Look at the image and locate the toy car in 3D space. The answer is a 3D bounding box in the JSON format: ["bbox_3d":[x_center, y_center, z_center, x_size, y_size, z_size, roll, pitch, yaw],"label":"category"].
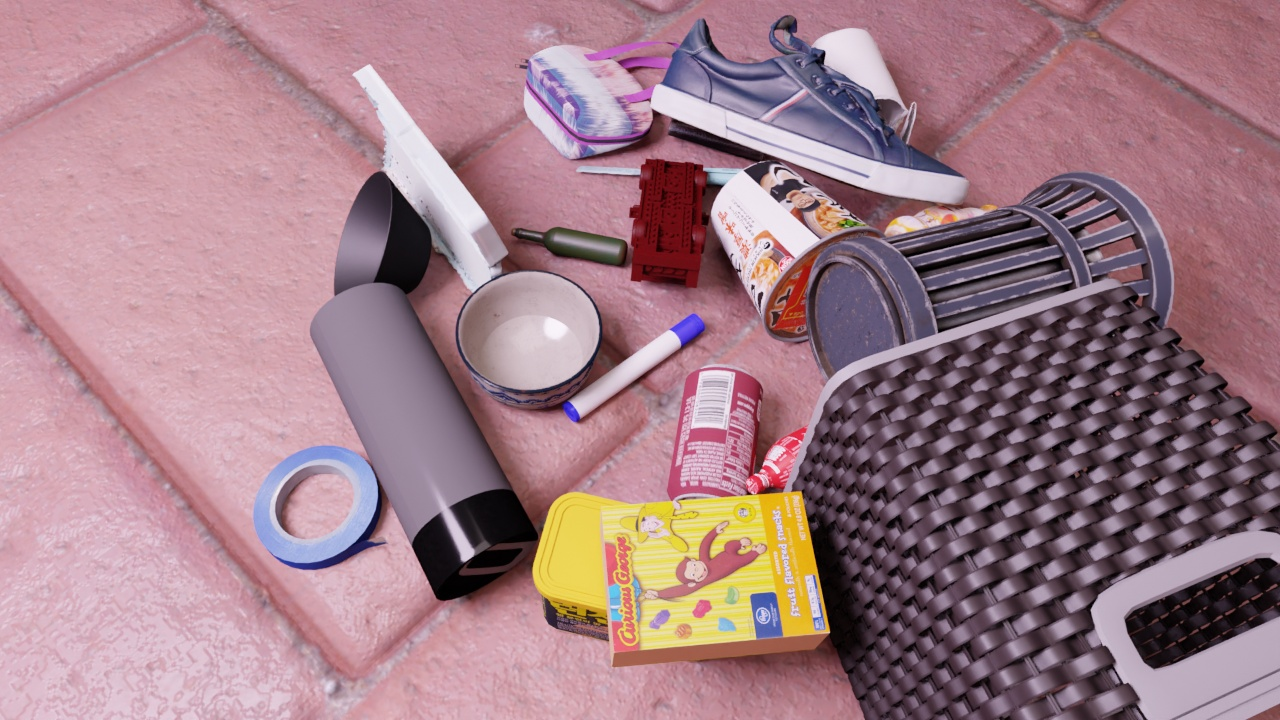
[{"bbox_3d":[0.025,-0.116,0.813,0.070,0.062,0.169,6,39,0],"label":"toy car"}]

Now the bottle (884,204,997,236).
[{"bbox_3d":[0.275,-0.110,0.829,0.108,0.063,0.063,-19,63,-14],"label":"bottle"}]

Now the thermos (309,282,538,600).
[{"bbox_3d":[-0.166,0.056,0.692,0.082,0.082,0.240,-26,64,-17],"label":"thermos"}]

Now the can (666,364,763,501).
[{"bbox_3d":[0.059,0.064,0.713,0.063,0.063,0.114,10,59,2],"label":"can"}]

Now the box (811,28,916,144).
[{"bbox_3d":[0.223,-0.248,0.899,0.091,0.081,0.160,-2,61,-19],"label":"box"}]

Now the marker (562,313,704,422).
[{"bbox_3d":[-0.005,0.004,0.770,0.141,0.020,0.020,-35,68,-21],"label":"marker"}]

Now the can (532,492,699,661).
[{"bbox_3d":[-0.004,0.154,0.634,0.131,0.101,0.072,12,60,4],"label":"can"}]

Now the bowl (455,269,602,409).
[{"bbox_3d":[-0.089,-0.010,0.749,0.115,0.059,0.115,1,60,-3],"label":"bowl"}]

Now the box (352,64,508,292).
[{"bbox_3d":[-0.174,-0.145,0.778,0.043,0.136,0.197,-30,66,-16],"label":"box"}]

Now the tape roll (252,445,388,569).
[{"bbox_3d":[-0.243,0.110,0.694,0.091,0.016,0.093,-16,62,-12],"label":"tape roll"}]

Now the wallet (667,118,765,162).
[{"bbox_3d":[0.091,-0.253,0.923,0.099,0.031,0.119,18,58,4],"label":"wallet"}]

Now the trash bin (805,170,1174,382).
[{"bbox_3d":[0.259,-0.045,0.717,0.227,0.165,0.164,-14,61,-18],"label":"trash bin"}]

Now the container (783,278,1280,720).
[{"bbox_3d":[0.251,0.129,0.586,0.247,0.246,0.243,-17,59,-13],"label":"container"}]

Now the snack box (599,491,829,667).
[{"bbox_3d":[0.042,0.134,0.564,0.126,0.040,0.088,-3,60,-6],"label":"snack box"}]

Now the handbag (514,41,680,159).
[{"bbox_3d":[-0.024,-0.275,0.914,0.169,0.068,0.144,-28,66,-26],"label":"handbag"}]

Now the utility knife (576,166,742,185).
[{"bbox_3d":[0.022,-0.178,0.883,0.168,0.015,0.022,2,46,1],"label":"utility knife"}]

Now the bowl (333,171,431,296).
[{"bbox_3d":[-0.212,-0.092,0.780,0.052,0.124,0.124,14,53,-35],"label":"bowl"}]

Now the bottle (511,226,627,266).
[{"bbox_3d":[-0.065,-0.106,0.827,0.106,0.025,0.025,11,60,3],"label":"bottle"}]

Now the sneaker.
[{"bbox_3d":[0.164,-0.230,0.819,0.294,0.120,0.127,25,106,7],"label":"sneaker"}]

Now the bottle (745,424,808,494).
[{"bbox_3d":[0.134,0.071,0.708,0.141,0.042,0.042,-21,62,-36],"label":"bottle"}]

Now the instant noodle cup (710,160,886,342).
[{"bbox_3d":[0.127,-0.102,0.791,0.123,0.124,0.121,-22,54,-15],"label":"instant noodle cup"}]
